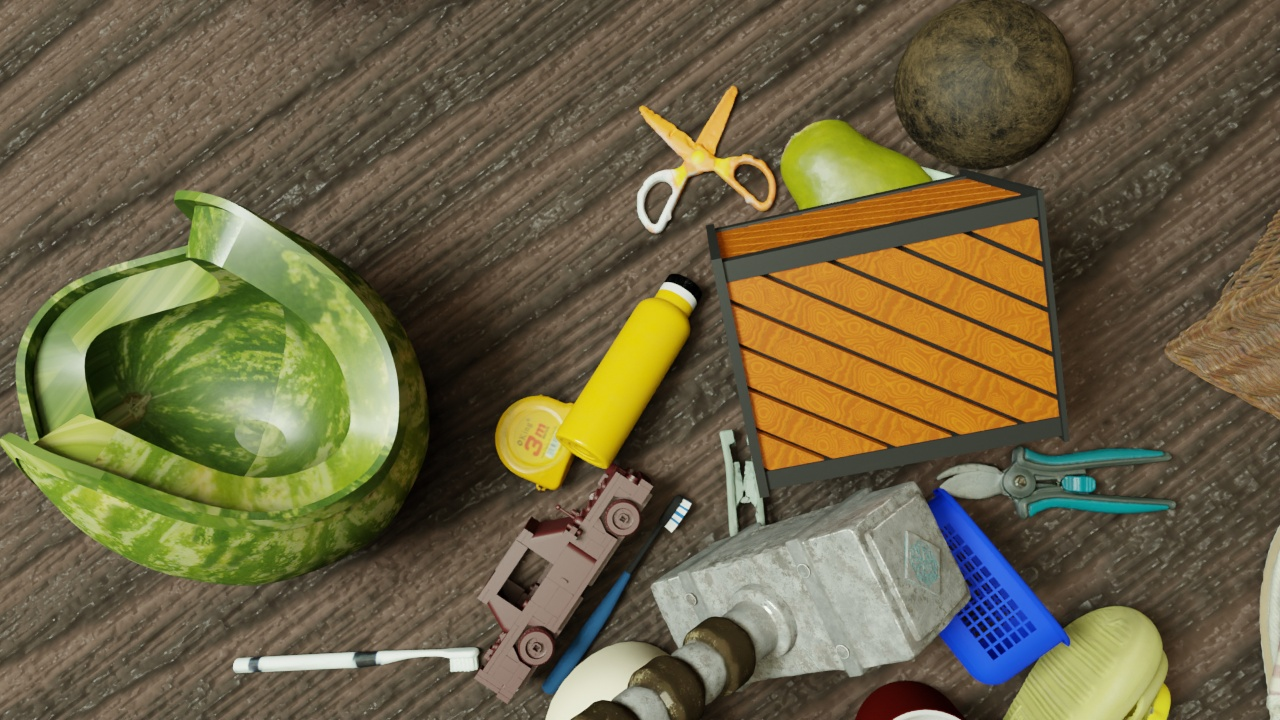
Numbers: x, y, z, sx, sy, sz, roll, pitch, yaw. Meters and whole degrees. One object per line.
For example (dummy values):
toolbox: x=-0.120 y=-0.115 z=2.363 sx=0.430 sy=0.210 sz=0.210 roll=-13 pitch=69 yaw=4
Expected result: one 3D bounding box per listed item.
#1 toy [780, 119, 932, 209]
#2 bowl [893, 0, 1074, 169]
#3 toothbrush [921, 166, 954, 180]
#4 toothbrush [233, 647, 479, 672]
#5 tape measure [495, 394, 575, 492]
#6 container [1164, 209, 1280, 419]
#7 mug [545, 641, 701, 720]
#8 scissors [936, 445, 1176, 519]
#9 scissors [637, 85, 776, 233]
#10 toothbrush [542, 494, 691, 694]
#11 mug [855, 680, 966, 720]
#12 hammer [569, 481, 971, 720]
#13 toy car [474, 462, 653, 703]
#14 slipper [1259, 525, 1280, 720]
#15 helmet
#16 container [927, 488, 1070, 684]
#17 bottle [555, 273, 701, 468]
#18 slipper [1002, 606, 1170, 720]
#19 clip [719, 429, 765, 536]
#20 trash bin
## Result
toy: x=0.147 y=-0.120 z=0.636 sx=0.090 sy=0.051 sz=0.110 roll=-39 pitch=90 yaw=13
bowl: x=0.241 y=-0.200 z=0.635 sx=0.121 sy=0.056 sz=0.121 roll=-1 pitch=82 yaw=8
toothbrush: x=0.190 y=-0.135 z=0.655 sx=0.155 sy=0.015 sz=0.022 roll=21 pitch=120 yaw=11
toothbrush: x=-0.207 y=0.220 z=0.666 sx=0.187 sy=0.012 sz=0.017 roll=-5 pitch=85 yaw=8
tape measure: x=-0.074 y=0.057 z=0.659 sx=0.059 sy=0.030 sz=0.068 roll=21 pitch=79 yaw=9
container: x=0.457 y=-0.065 z=0.500 sx=0.162 sy=0.250 sz=0.183 roll=33 pitch=80 yaw=11
mug: x=-0.006 y=0.248 z=0.589 sx=0.096 sy=0.100 sz=0.120 roll=-34 pitch=79 yaw=2
scissors: x=0.280 y=0.085 z=0.611 sx=0.133 sy=0.019 sz=0.146 roll=-44 pitch=80 yaw=0
scissors: x=0.041 y=-0.145 z=0.679 sx=0.125 sy=0.011 sz=0.131 roll=43 pitch=90 yaw=10
toothbrush: x=-0.017 y=0.165 z=0.644 sx=0.014 sy=0.014 sz=0.167 roll=35 pitch=90 yaw=0
mug: x=0.158 y=0.245 z=0.574 sx=0.106 sy=0.082 sz=0.073 roll=1 pitch=82 yaw=8
hammer: x=0.019 y=0.167 z=0.468 sx=0.177 sy=0.325 sz=0.079 roll=-30 pitch=84 yaw=45
toy car: x=-0.060 y=0.140 z=0.625 sx=0.062 sy=0.070 sz=0.170 roll=34 pitch=88 yaw=-1
slipper: x=0.433 y=0.217 z=0.555 sx=0.115 sy=0.052 sz=0.262 roll=5 pitch=84 yaw=8
helmet: x=-0.256 y=0.031 z=0.584 sx=0.243 sy=0.248 sz=0.212 roll=35 pitch=66 yaw=-29
container: x=0.202 y=0.143 z=0.576 sx=0.058 sy=0.096 sz=0.114 roll=-39 pitch=73 yaw=6
bottle: x=-0.004 y=0.004 z=0.640 sx=0.043 sy=0.043 sz=0.143 roll=29 pitch=73 yaw=11
slipper: x=0.267 y=0.243 z=0.558 sx=0.081 sy=0.091 sz=0.190 roll=36 pitch=92 yaw=9
clip: x=0.072 y=0.085 z=0.639 sx=0.044 sy=0.023 sz=0.076 roll=-6 pitch=80 yaw=9
trash bin: x=0.140 y=-0.023 z=0.561 sx=0.172 sy=0.139 sz=0.140 roll=-11 pitch=105 yaw=6
